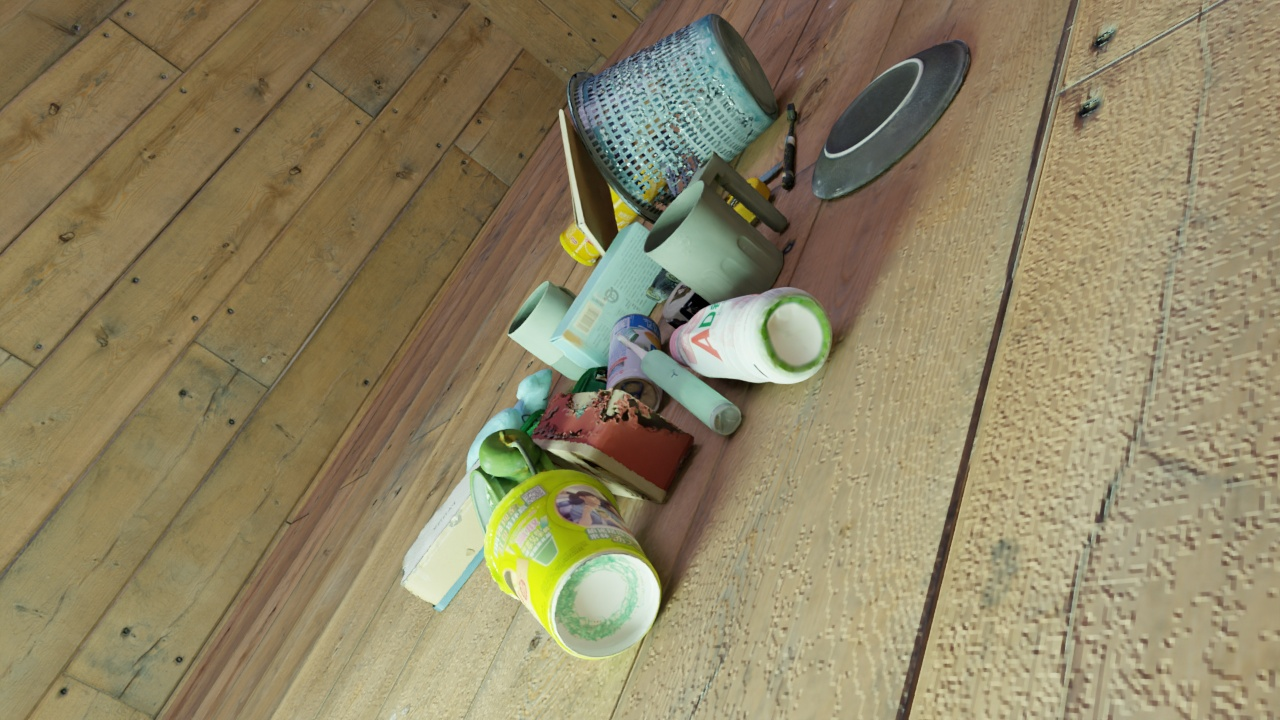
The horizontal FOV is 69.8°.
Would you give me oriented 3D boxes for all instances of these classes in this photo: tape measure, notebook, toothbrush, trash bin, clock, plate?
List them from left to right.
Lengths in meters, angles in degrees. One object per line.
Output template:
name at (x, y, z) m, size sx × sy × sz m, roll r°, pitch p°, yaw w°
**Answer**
clock at (-0.099, 0.123, 0.781) m, size 0.056 × 0.116 × 0.162 m, roll -20°, pitch -27°, yaw -25°
notebook at (-0.056, -0.194, 1.136) m, size 0.012 × 0.211 × 0.149 m, roll -14°, pitch 73°, yaw 10°
toothbrush at (0.024, 0.012, 0.792) m, size 0.027 × 0.026 × 0.224 m, roll -43°, pitch 29°, yaw -5°
trash bin at (0.053, -0.311, 1.141) m, size 0.195 × 0.226 × 0.226 m, roll -29°, pitch 27°, yaw 26°
tape measure at (0.053, -0.059, 0.912) m, size 0.066 × 0.033 × 0.065 m, roll -29°, pitch 28°, yaw 52°
tape measure at (0.113, -0.163, 0.966) m, size 0.060 × 0.029 × 0.057 m, roll -57°, pitch 17°, yaw -11°
toothbrush at (0.162, -0.236, 0.998) m, size 0.012 × 0.017 × 0.185 m, roll -5°, pitch 37°, yaw 15°
plate at (0.215, -0.222, 0.827) m, size 0.180 × 0.024 × 0.179 m, roll -47°, pitch 19°, yaw 21°

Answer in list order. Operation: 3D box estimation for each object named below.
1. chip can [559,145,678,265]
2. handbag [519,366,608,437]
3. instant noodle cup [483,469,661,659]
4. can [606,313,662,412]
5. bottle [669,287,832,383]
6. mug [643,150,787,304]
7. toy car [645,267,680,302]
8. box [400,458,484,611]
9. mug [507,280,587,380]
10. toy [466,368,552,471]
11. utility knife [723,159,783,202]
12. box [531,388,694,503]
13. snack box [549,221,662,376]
chip can at (-0.034, -0.243, 1.414) m, size 0.214 × 0.072 × 0.072 m, roll -45°, pitch 19°, yaw 25°
handbag at (-0.079, 0.071, 0.943) m, size 0.132 × 0.068 × 0.120 m, roll -41°, pitch 20°, yaw 32°
instant noodle cup at (-0.045, 0.150, 0.660) m, size 0.111 × 0.111 × 0.123 m, roll -54°, pitch 25°, yaw -3°
can at (-0.005, 0.005, 0.905) m, size 0.053 × 0.053 × 0.134 m, roll -46°, pitch 19°, yaw 21°
bottle at (0.075, -0.015, 0.726) m, size 0.068 × 0.068 × 0.197 m, roll -57°, pitch 15°, yaw -12°
mug at (0.077, -0.116, 0.846) m, size 0.123 × 0.103 × 0.084 m, roll -60°, pitch 18°, yaw -22°
toy car at (0.043, -0.096, 1.007) m, size 0.054 × 0.037 × 0.121 m, roll -60°, pitch 12°, yaw -19°
box at (-0.205, 0.196, 1.042) m, size 0.184 × 0.061 × 0.090 m, roll -54°, pitch 17°, yaw 5°
mug at (-0.092, -0.042, 1.124) m, size 0.082 × 0.106 × 0.111 m, roll -41°, pitch 22°, yaw 36°
toy at (-0.162, 0.088, 1.121) m, size 0.155 × 0.050 × 0.162 m, roll -40°, pitch -21°, yaw -43°
utility knife at (0.091, -0.176, 1.067) m, size 0.216 × 0.015 × 0.033 m, roll -32°, pitch 30°, yaw 47°
box at (-0.029, 0.064, 0.792) m, size 0.076 × 0.091 × 0.169 m, roll -61°, pitch 19°, yaw -16°
snack box at (-0.027, -0.072, 1.071) m, size 0.174 × 0.074 × 0.052 m, roll -58°, pitch 19°, yaw -16°
